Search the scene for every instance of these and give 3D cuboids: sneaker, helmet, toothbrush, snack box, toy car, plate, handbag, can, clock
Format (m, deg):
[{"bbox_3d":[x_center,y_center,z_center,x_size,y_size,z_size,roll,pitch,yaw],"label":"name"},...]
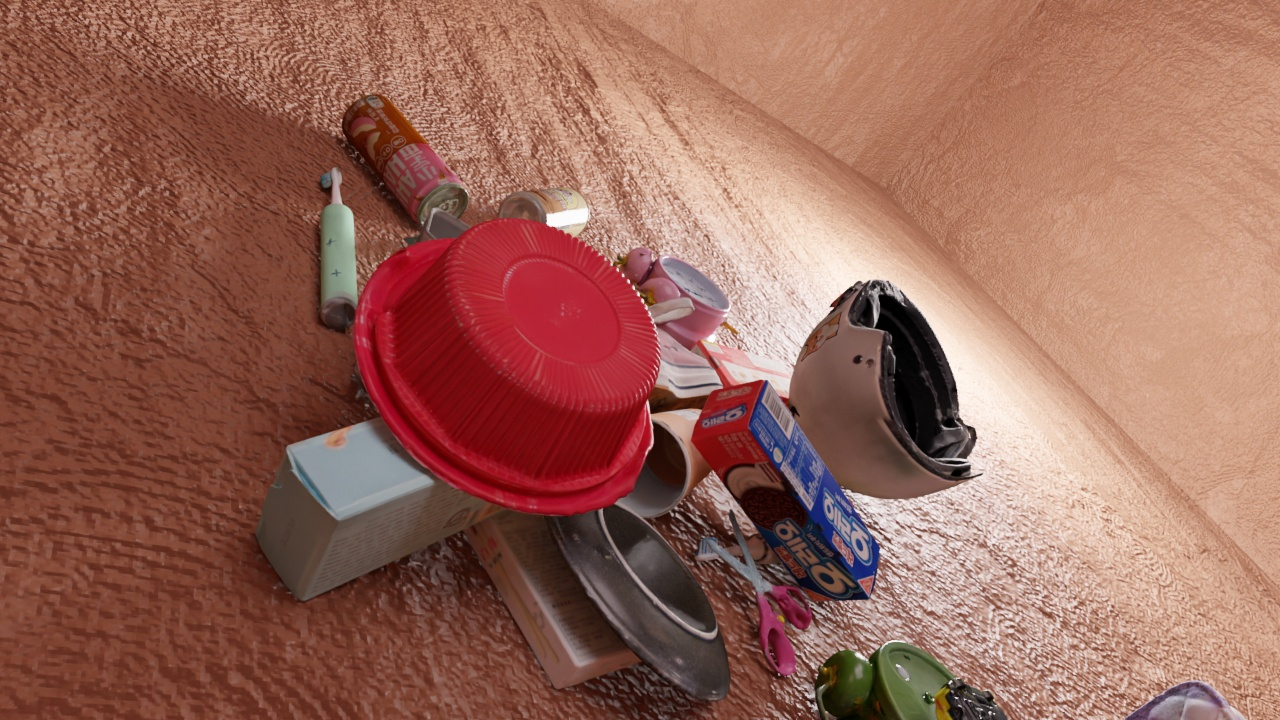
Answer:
[{"bbox_3d":[-0.005,0.005,0.790,0.240,0.118,0.087,4,58,-61],"label":"sneaker"},{"bbox_3d":[0.249,0.044,1.003,0.230,0.157,0.273,51,27,-16],"label":"helmet"},{"bbox_3d":[0.116,0.159,0.780,0.027,0.026,0.220,7,-2,42],"label":"toothbrush"},{"bbox_3d":[-0.057,0.128,0.586,0.084,0.027,0.156,4,41,-52],"label":"snack box"},{"bbox_3d":[0.231,0.251,0.630,0.105,0.032,0.048,31,22,-44],"label":"toy car"},{"bbox_3d":[-0.119,0.064,0.514,0.051,0.074,0.174,47,37,19],"label":"snack box"},{"bbox_3d":[0.005,0.139,0.596,0.179,0.024,0.179,47,9,-11],"label":"plate"},{"bbox_3d":[0.125,0.022,1.042,0.152,0.026,0.075,13,35,-44],"label":"snack box"},{"bbox_3d":[-0.243,-0.100,0.734,0.224,0.027,0.026,-113,179,-48],"label":"toothbrush"},{"bbox_3d":[0.344,0.317,0.609,0.075,0.194,0.134,38,24,-8],"label":"handbag"},{"bbox_3d":[-0.227,-0.192,0.881,0.147,0.058,0.057,48,25,22],"label":"can"},{"bbox_3d":[0.121,0.110,0.730,0.207,0.058,0.057,53,42,-26],"label":"snack box"},{"bbox_3d":[0.032,-0.073,1.036,0.158,0.060,0.117,17,31,-36],"label":"clock"},{"bbox_3d":[-0.103,-0.157,0.995,0.058,0.059,0.116,42,24,8],"label":"can"},{"bbox_3d":[0.186,0.263,0.655,0.161,0.056,0.116,22,28,-33],"label":"clock"}]

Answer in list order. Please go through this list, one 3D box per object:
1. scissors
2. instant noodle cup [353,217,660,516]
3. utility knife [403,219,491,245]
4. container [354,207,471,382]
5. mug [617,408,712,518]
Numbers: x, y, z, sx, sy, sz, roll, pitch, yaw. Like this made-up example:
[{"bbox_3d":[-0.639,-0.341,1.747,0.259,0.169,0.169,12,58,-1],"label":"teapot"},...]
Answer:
[{"bbox_3d":[0.096,0.176,0.706,0.130,0.017,0.133,17,45,-50],"label":"scissors"},{"bbox_3d":[-0.058,-0.011,0.519,0.193,0.066,0.193,24,42,-24],"label":"instant noodle cup"},{"bbox_3d":[-0.146,-0.095,0.733,0.031,0.221,0.022,48,63,-27],"label":"utility knife"},{"bbox_3d":[-0.135,-0.029,0.636,0.090,0.114,0.090,30,14,-18],"label":"container"},{"bbox_3d":[0.023,0.075,0.745,0.078,0.078,0.122,44,20,13],"label":"mug"}]
